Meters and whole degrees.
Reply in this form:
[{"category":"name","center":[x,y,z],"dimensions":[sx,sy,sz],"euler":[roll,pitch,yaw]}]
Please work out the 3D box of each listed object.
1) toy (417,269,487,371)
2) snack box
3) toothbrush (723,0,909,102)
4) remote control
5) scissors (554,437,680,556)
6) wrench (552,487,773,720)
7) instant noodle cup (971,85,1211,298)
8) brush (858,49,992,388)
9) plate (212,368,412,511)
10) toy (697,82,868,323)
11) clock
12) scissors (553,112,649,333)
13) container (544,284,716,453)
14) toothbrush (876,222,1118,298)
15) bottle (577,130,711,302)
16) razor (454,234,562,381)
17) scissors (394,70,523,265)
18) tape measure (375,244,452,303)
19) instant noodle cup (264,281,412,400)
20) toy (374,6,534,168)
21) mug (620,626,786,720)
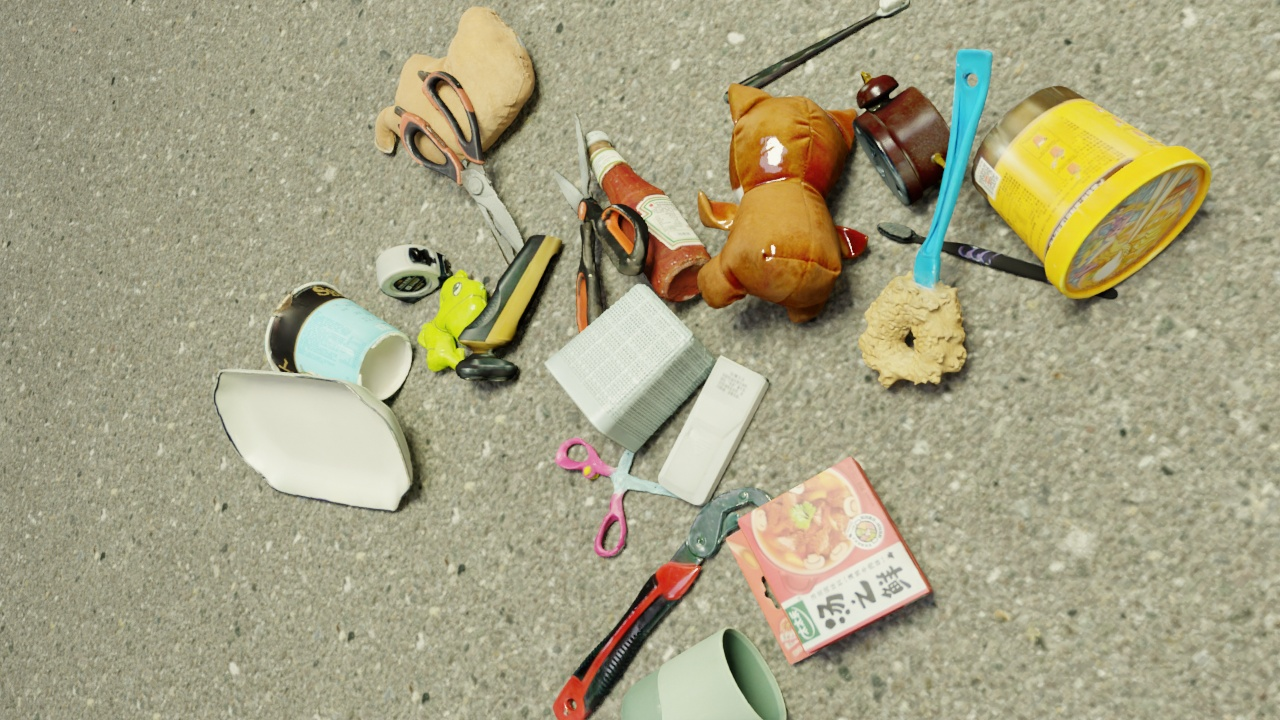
[{"category":"toy","center":[-0.190,-0.039,0.944],"dimensions":[0.100,0.031,0.096],"euler":[-36,63,21]},{"category":"snack box","center":[0.137,0.155,0.702],"dimensions":[0.127,0.044,0.113],"euler":[-33,69,13]},{"category":"toothbrush","center":[0.154,-0.280,0.825],"dimensions":[0.181,0.018,0.015],"euler":[-25,70,23]},{"category":"remote control","center":[0.061,0.061,0.786],"dimensions":[0.049,0.024,0.125],"euler":[27,89,25]},{"category":"scissors","center":[-0.023,0.111,0.827],"dimensions":[0.133,0.017,0.134],"euler":[12,79,27]},{"category":"wrench","center":[0.015,0.209,0.781],"dimensions":[0.274,0.016,0.056],"euler":[-49,60,9]},{"category":"instant noodle cup","center":[0.308,-0.124,0.649],"dimensions":[0.119,0.118,0.114],"euler":[-42,55,13]},{"category":"brush","center":[0.220,-0.096,0.679],"dimensions":[0.083,0.045,0.255],"euler":[23,113,41]},{"category":"plate","center":[-0.338,0.075,0.957],"dimensions":[0.266,0.034,0.162],"euler":[3,121,30]},{"category":"toy","center":[0.117,-0.133,0.761],"dimensions":[0.131,0.140,0.199],"euler":[154,124,-67]},{"category":"clock","center":[0.207,-0.181,0.733],"dimensions":[0.055,0.082,0.122],"euler":[-33,65,13]},{"category":"scissors","center":[-0.048,-0.119,0.855],"dimensions":[0.221,0.021,0.228],"euler":[29,117,60]},{"category":"container","center":[-0.005,0.005,0.795],"dimensions":[0.111,0.090,0.090],"euler":[-44,61,4]},{"category":"toothbrush","center":[0.271,-0.080,0.712],"dimensions":[0.189,0.016,0.014],"euler":[23,89,29]},{"category":"bottle","center":[-0.003,-0.141,0.852],"dimensions":[0.060,0.059,0.206],"euler":[-41,56,14]},{"category":"razor","center":[-0.126,-0.050,0.905],"dimensions":[0.067,0.062,0.167],"euler":[29,87,0]},{"category":"scissors","center":[-0.183,-0.187,0.940],"dimensions":[0.199,0.015,0.205],"euler":[13,107,22]},{"category":"tape measure","center":[-0.243,-0.093,0.965],"dimensions":[0.066,0.066,0.033],"euler":[-26,65,21]},{"category":"instant noodle cup","center":[-0.311,-0.013,0.965],"dimensions":[0.120,0.111,0.111],"euler":[23,89,24]},{"category":"toy","center":[-0.211,-0.273,0.989],"dimensions":[0.226,0.082,0.143],"euler":[-29,69,25]},{"category":"mug","center":[0.054,0.280,0.712],"dimensions":[0.106,0.082,0.112],"euler":[-37,95,16]}]
